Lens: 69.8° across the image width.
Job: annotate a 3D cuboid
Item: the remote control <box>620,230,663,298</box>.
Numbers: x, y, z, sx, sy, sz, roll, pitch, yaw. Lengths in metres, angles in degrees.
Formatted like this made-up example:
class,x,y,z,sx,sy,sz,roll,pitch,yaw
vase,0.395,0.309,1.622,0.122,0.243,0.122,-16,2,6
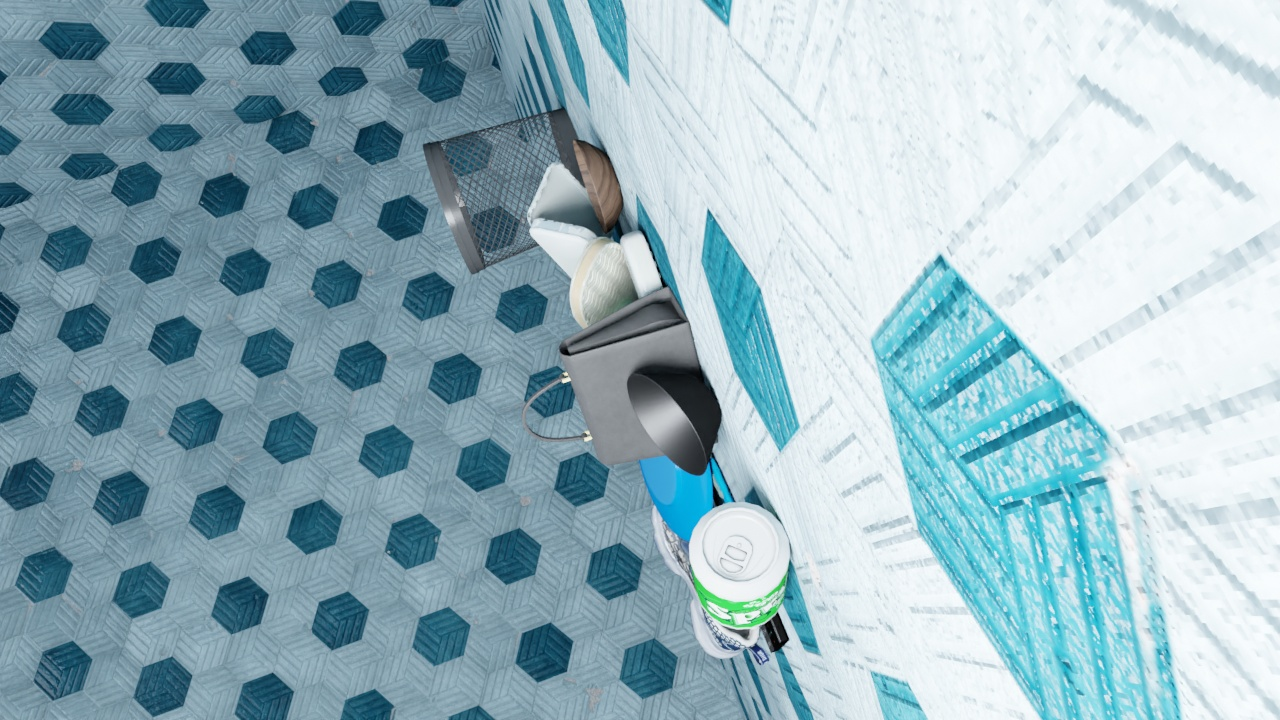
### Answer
class,x,y,z,sx,sy,sz,roll,pitch,yaw
remote control,0.007,-0.089,1.028,0.060,0.028,0.114,-127,17,-82

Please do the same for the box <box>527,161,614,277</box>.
class,x,y,z,sx,sy,sz,roll,pitch,yaw
box,-0.059,-0.161,1.212,0.210,0.105,0.129,35,-108,-65

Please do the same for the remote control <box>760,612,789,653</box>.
class,x,y,z,sx,sy,sz,roll,pitch,yaw
remote control,0.161,0.331,1.113,0.150,0.013,0.034,80,169,-68

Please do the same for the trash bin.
class,x,y,z,sx,sy,sz,roll,pitch,yaw
trash bin,-0.201,-0.279,1.477,0.218,0.227,0.217,159,91,-86

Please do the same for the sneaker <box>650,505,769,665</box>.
class,x,y,z,sx,sy,sz,roll,pitch,yaw
sneaker,0.103,0.287,1.264,0.269,0.103,0.133,70,161,2

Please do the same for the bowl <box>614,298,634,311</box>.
class,x,y,z,sx,sy,sz,roll,pitch,yaw
bowl,-0.007,0.007,1.127,0.151,0.077,0.151,22,-91,-79

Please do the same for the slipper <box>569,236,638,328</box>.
class,x,y,z,sx,sy,sz,roll,pitch,yaw
slipper,-0.044,-0.084,1.125,0.052,0.115,0.263,23,173,15

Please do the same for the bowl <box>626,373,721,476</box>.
class,x,y,z,sx,sy,sz,roll,pitch,yaw
bowl,0.045,0.052,0.936,0.124,0.052,0.124,45,157,25

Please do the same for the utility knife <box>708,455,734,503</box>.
class,x,y,z,sx,sy,sz,roll,pitch,yaw
utility knife,0.098,0.153,1.103,0.031,0.015,0.220,82,170,-49

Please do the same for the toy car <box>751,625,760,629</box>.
class,x,y,z,sx,sy,sz,roll,pitch,yaw
toy car,0.125,0.290,1.180,0.039,0.039,0.113,81,172,-66

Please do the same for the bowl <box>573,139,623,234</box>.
class,x,y,z,sx,sy,sz,roll,pitch,yaw
bowl,-0.047,-0.215,1.116,0.119,0.032,0.119,159,91,-86

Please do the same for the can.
class,x,y,z,sx,sy,sz,roll,pitch,yaw
can,0.092,0.191,0.846,0.140,0.088,0.087,77,172,-61

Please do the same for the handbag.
class,x,y,z,sx,sy,sz,roll,pitch,yaw
handbag,-0.033,0.040,0.997,0.072,0.195,0.176,-114,6,-51

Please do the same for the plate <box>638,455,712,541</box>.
class,x,y,z,sx,sy,sz,roll,pitch,yaw
plate,0.031,0.129,1.199,0.225,0.024,0.224,167,90,-68
